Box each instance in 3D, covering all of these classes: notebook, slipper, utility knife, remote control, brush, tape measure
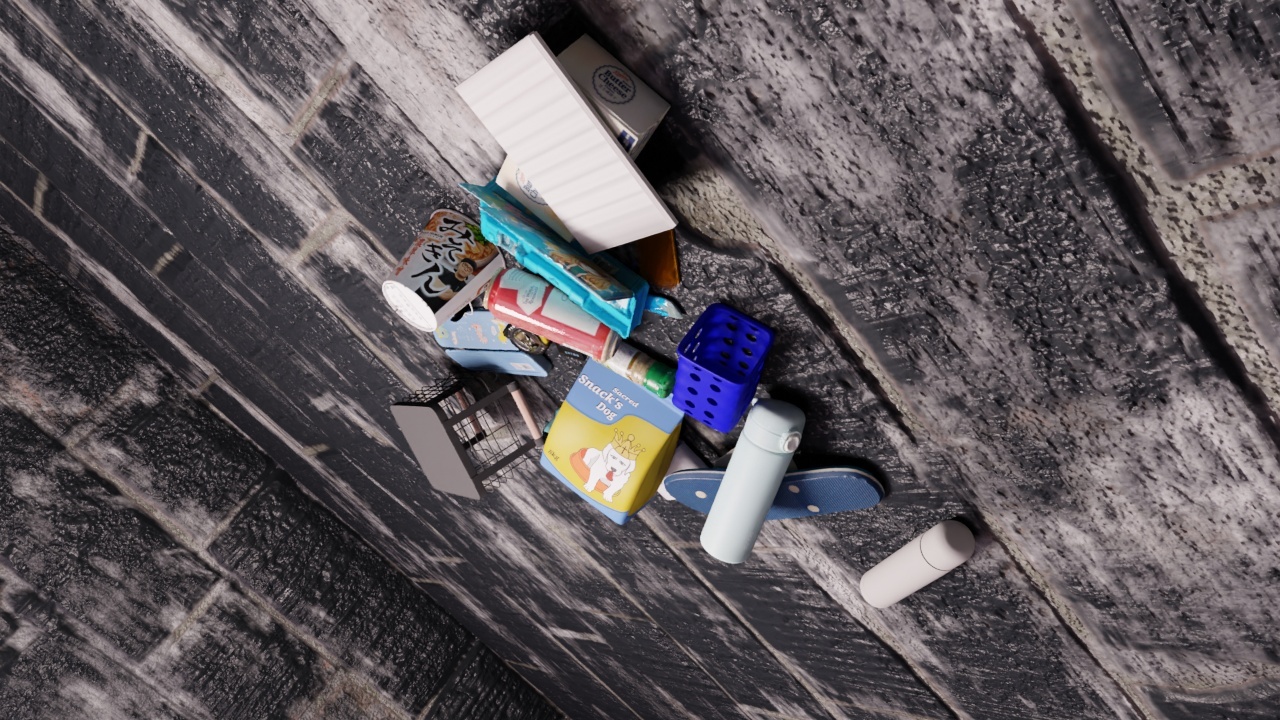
[{"bbox_3d":[-0.070,-0.193,0.860,0.143,0.009,0.210,-8,128,52],"label":"notebook"},{"bbox_3d":[0.169,0.154,1.170,0.296,0.060,0.118,-9,134,35],"label":"slipper"},{"bbox_3d":[-0.026,-0.076,1.092,0.175,0.015,0.031,16,140,34],"label":"utility knife"},{"bbox_3d":[-0.108,-0.062,1.194,0.047,0.022,0.150,15,142,34],"label":"remote control"},{"bbox_3d":[0.014,-0.127,0.972,0.048,0.017,0.126,22,147,25],"label":"brush"},{"bbox_3d":[-0.150,-0.036,1.248,0.062,0.038,0.067,38,139,-13],"label":"tape measure"}]

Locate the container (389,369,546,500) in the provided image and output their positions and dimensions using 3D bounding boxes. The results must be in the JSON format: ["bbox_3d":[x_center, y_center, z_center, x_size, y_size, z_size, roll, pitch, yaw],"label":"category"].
[{"bbox_3d":[-0.274,0.110,1.454,0.242,0.130,0.163,-3,116,57],"label":"container"}]

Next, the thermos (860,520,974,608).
[{"bbox_3d":[0.338,0.253,1.130,0.052,0.052,0.225,33,150,7],"label":"thermos"}]

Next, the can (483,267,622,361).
[{"bbox_3d":[-0.103,-0.058,1.118,0.170,0.067,0.067,22,149,4],"label":"can"}]

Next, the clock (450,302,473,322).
[{"bbox_3d":[-0.287,-0.101,1.306,0.121,0.042,0.091,24,148,22],"label":"clock"}]

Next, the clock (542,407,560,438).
[{"bbox_3d":[-0.099,0.119,1.399,0.124,0.053,0.090,11,141,57],"label":"clock"}]

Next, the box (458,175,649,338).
[{"bbox_3d":[-0.096,-0.127,1.020,0.227,0.071,0.182,36,174,12],"label":"box"}]

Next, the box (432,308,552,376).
[{"bbox_3d":[-0.232,-0.024,1.367,0.210,0.034,0.127,3,137,43],"label":"box"}]

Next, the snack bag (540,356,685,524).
[{"bbox_3d":[-0.030,0.094,1.238,0.159,0.102,0.206,35,125,18],"label":"snack bag"}]

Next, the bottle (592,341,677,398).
[{"bbox_3d":[-0.007,0.007,1.160,0.111,0.043,0.043,28,150,16],"label":"bottle"}]

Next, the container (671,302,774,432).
[{"bbox_3d":[0.090,0.011,1.021,0.084,0.084,0.114,30,151,15],"label":"container"}]

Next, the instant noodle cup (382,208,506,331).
[{"bbox_3d":[-0.259,-0.110,1.183,0.124,0.121,0.124,27,149,17],"label":"instant noodle cup"}]

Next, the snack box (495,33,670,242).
[{"bbox_3d":[-0.063,-0.209,0.898,0.104,0.057,0.208,40,150,-4],"label":"snack box"}]

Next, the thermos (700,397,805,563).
[{"bbox_3d":[0.133,0.140,1.086,0.078,0.065,0.207,52,130,52],"label":"thermos"}]

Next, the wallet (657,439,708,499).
[{"bbox_3d":[0.039,0.148,1.318,0.115,0.037,0.119,47,146,-17],"label":"wallet"}]
